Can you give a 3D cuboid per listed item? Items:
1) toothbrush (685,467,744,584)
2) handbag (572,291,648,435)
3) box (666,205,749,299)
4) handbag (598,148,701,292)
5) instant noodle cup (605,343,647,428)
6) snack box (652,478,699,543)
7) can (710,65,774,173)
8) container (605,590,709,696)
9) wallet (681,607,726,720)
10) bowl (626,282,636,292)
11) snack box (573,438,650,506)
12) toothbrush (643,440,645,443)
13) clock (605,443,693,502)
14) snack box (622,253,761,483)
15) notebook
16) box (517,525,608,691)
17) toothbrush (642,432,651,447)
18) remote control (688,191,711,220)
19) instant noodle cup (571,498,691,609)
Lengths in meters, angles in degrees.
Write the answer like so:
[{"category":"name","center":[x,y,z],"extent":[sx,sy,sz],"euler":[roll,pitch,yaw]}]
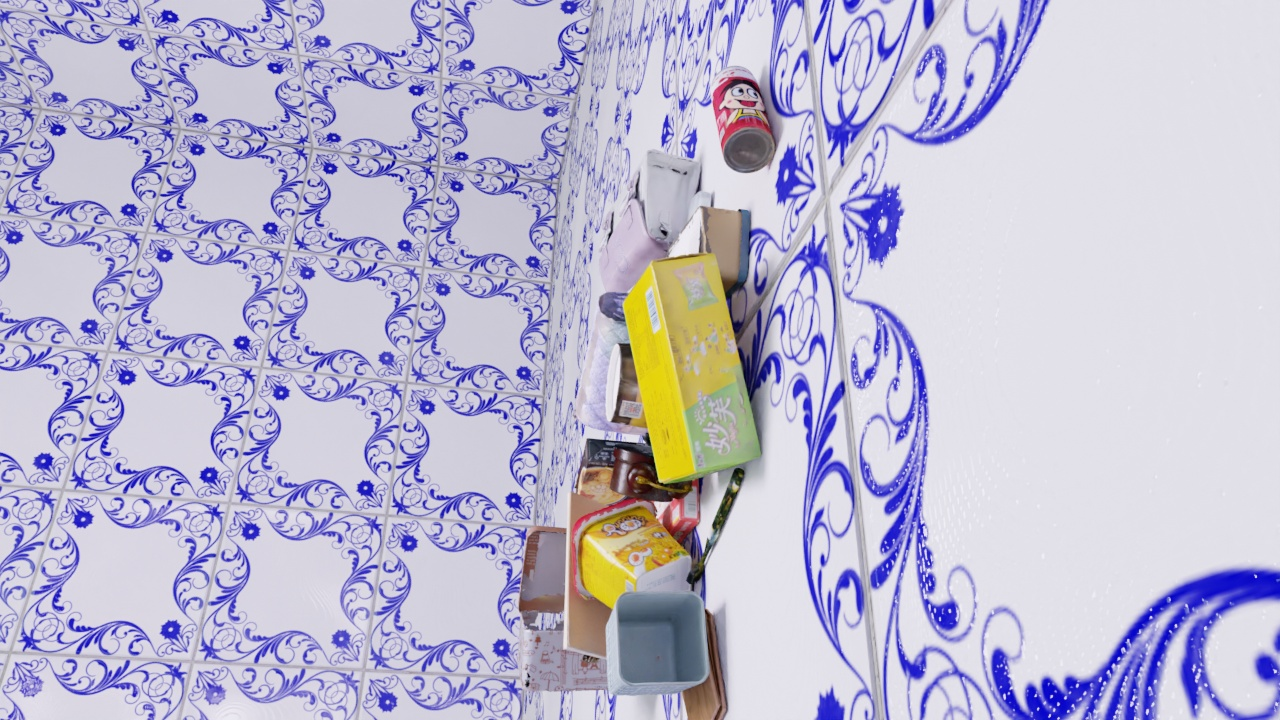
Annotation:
[{"category":"toothbrush","center":[0.077,0.177,0.960],"extent":[0.012,0.017,0.186],"euler":[43,137,28]},{"category":"handbag","center":[-0.007,0.007,1.198],"extent":[0.075,0.134,0.194],"euler":[-97,18,-51]},{"category":"box","center":[0.074,-0.112,1.043],"extent":[0.184,0.059,0.089],"euler":[145,130,-74]},{"category":"handbag","center":[0.006,-0.184,1.295],"extent":[0.197,0.098,0.144],"euler":[133,141,-63]},{"category":"instant noodle cup","center":[0.023,0.031,1.072],"extent":[0.118,0.114,0.118],"euler":[-175,91,-79]},{"category":"snack box","center":[0.041,0.184,1.128],"extent":[0.153,0.025,0.075],"euler":[115,160,-60]},{"category":"can","center":[0.105,-0.256,0.964],"extent":[0.132,0.053,0.053],"euler":[-94,14,-44]},{"category":"container","center":[0.011,0.295,0.940],"extent":[0.112,0.090,0.090],"euler":[112,157,-60]},{"category":"wallet","center":[0.062,0.331,0.944],"extent":[0.115,0.020,0.101],"euler":[-100,18,-50]},{"category":"bowl","center":[0.021,-0.072,1.236],"extent":[0.062,0.113,0.114],"euler":[51,157,9]},{"category":"snack box","center":[-0.029,0.164,1.276],"extent":[0.053,0.113,0.126],"euler":[-94,14,-46]},{"category":"toothbrush","center":[0.009,0.102,1.378],"extent":[0.016,0.016,0.179],"euler":[96,174,-46]},{"category":"clock","center":[0.011,0.130,1.044],"extent":[0.122,0.082,0.055],"euler":[13,91,63]},{"category":"snack box","center":[0.046,0.014,0.939],"extent":[0.158,0.070,0.210],"euler":[135,124,-74]},{"category":"notebook","center":[-0.030,0.278,1.153],"extent":[0.012,0.149,0.211],"euler":[-40,37,36]},{"category":"box","center":[-0.068,0.322,1.223],"extent":[0.157,0.183,0.193],"euler":[171,102,-79]},{"category":"toothbrush","center":[0.022,0.112,1.142],"extent":[0.181,0.016,0.018],"euler":[61,-156,-70]},{"category":"remote control","center":[0.072,-0.146,1.170],"extent":[0.056,0.020,0.136],"euler":[159,116,-80]},{"category":"instant noodle cup","center":[-0.006,0.237,1.061],"extent":[0.124,0.116,0.116],"euler":[30,128,51]}]
